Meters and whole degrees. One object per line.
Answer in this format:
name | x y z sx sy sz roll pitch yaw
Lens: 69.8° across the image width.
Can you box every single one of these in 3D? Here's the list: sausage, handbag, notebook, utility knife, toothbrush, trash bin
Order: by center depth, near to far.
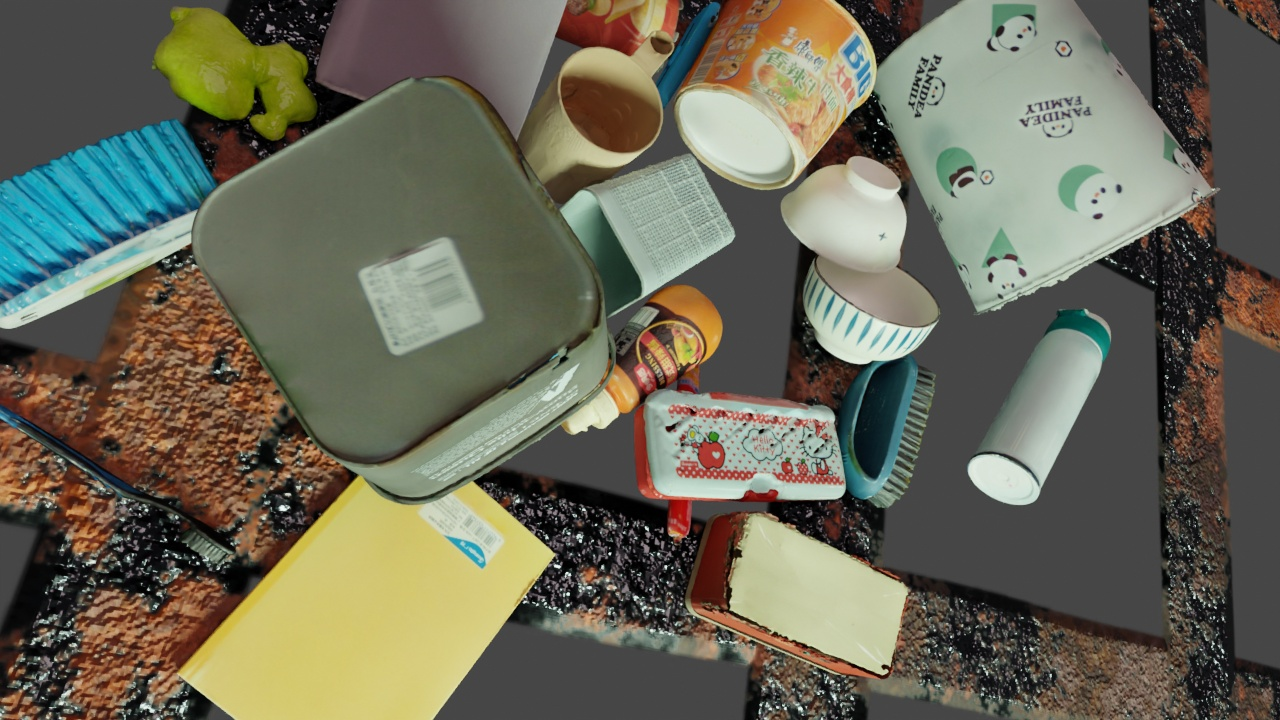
trash bin | -0.121 -0.030 0.524 0.199 0.220 0.198 -33 90 -9
toothbrush | -0.326 0.066 0.544 0.189 0.014 0.016 37 87 -14
notebook | -0.168 0.163 0.603 0.146 0.010 0.205 44 62 -11
handbag | -0.128 -0.263 0.633 0.144 0.098 0.197 13 111 -28
sausage | 0.034 0.068 0.728 0.020 0.020 0.155 12 72 -25
utility knife | 0.023 -0.240 0.794 0.018 0.034 0.185 39 64 -23
trash bin | 0.359 -0.205 0.859 0.229 0.230 0.252 -26 85 -30

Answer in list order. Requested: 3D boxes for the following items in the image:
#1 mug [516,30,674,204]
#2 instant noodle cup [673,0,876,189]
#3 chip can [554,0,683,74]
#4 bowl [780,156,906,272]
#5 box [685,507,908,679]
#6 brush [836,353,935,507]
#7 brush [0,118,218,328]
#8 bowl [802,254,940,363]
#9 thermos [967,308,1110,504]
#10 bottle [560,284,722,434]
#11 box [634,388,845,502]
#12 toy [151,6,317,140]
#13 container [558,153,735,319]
mug | -0.034 -0.190 0.709 0.084 0.104 0.124 41 62 -13
instant noodle cup | 0.105 -0.224 0.773 0.151 0.152 0.111 38 71 -15
chip can | -0.075 -0.299 0.735 0.216 0.073 0.073 13 71 -25
bowl | 0.190 -0.139 0.807 0.118 0.065 0.118 14 40 -12
box | 0.129 0.182 0.716 0.168 0.077 0.091 27 67 -20
brush | 0.208 0.053 0.802 0.073 0.055 0.143 30 66 -19
brush | -0.273 -0.110 0.597 0.313 0.061 0.109 -39 102 -32
bowl | 0.192 -0.040 0.799 0.116 0.066 0.116 15 35 -11
thermos | 0.399 0.039 0.901 0.073 0.073 0.223 47 61 -10
bottle | -0.004 0.004 0.704 0.149 0.067 0.067 -41 98 -22
box | 0.085 0.068 0.722 0.200 0.048 0.086 7 75 -35
toy | -0.276 -0.195 0.626 0.100 0.031 0.096 -12 85 -30
container | 0.002 -0.099 0.715 0.111 0.090 0.090 -30 93 -33
